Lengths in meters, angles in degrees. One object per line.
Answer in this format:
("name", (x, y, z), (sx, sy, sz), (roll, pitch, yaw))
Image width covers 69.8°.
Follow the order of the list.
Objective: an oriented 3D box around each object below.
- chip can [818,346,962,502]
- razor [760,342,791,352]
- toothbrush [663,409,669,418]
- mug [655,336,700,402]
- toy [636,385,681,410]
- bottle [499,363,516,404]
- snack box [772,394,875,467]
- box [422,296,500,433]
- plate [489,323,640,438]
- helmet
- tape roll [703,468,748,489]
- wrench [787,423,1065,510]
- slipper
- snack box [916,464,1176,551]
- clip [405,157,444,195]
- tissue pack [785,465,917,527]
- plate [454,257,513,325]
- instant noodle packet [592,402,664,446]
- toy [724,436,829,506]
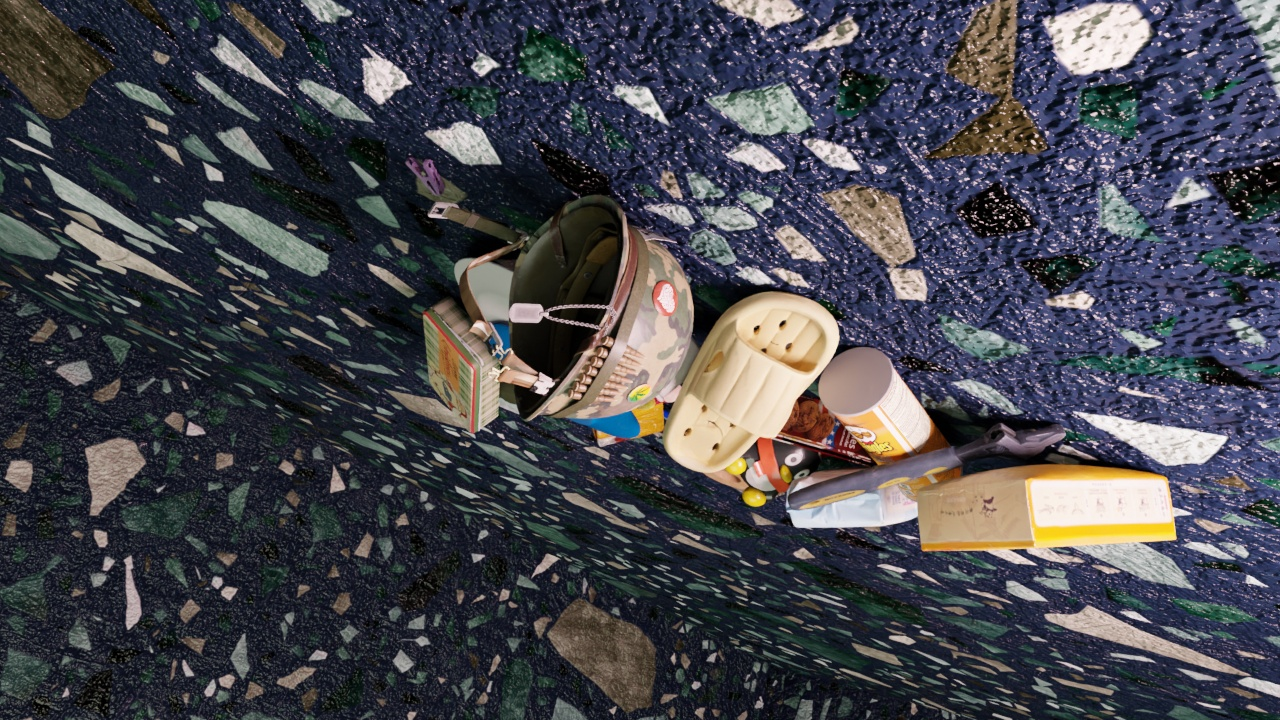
("chip can", (0.263, 0.072, 0.948), (0.075, 0.075, 0.215), (4, 153, 41))
("razor", (0.136, 0.014, 0.993), (0.088, 0.047, 0.116), (12, 165, 27))
("toothbrush", (0.017, 0.064, 1.279), (0.182, 0.018, 0.016), (21, 160, 13))
("mug", (0.014, -0.017, 0.974), (0.084, 0.070, 0.113), (49, -178, -46))
("toy", (-0.007, 0.006, 1.093), (0.106, 0.067, 0.137), (15, 151, 30))
("bottle", (-0.151, 0.030, 1.283), (0.207, 0.071, 0.071), (8, 155, 34))
("snack box", (0.204, 0.075, 1.051), (0.141, 0.051, 0.032), (15, 159, 20))
("box", (-0.246, 0.010, 1.260), (0.117, 0.050, 0.206), (45, 152, 14))
("plate", (-0.101, 0.035, 1.104), (0.224, 0.024, 0.225), (30, 162, 11))
("helmet", (-0.065, -0.046, 0.820), (0.236, 0.192, 0.225), (2, 138, -19))
("tape roll", (0.135, 0.162, 1.375), (0.094, 0.027, 0.094), (20, 160, 7))
("wrench", (0.279, 0.105, 0.911), (0.274, 0.022, 0.073), (-18, 148, 14))
("slipper", (0.092, 0.040, 0.907), (0.111, 0.079, 0.262), (30, 132, -2))
("snack box", (0.397, 0.145, 0.912), (0.195, 0.080, 0.145), (3, 167, -26))
("clip", (-0.205, -0.182, 0.894), (0.050, 0.014, 0.046), (38, 152, -29))
("tissue pack", (0.254, 0.160, 1.084), (0.112, 0.070, 0.181), (-7, 171, 32))
("plate", (-0.116, -0.029, 1.043), (0.242, 0.016, 0.243), (31, 161, 12))
("instant noodle packet", (-0.019, 0.068, 1.219), (0.098, 0.039, 0.136), (-10, 148, -2))
("toy", (0.173, 0.112, 1.122), (0.119, 0.099, 0.097), (-16, 122, 26))
